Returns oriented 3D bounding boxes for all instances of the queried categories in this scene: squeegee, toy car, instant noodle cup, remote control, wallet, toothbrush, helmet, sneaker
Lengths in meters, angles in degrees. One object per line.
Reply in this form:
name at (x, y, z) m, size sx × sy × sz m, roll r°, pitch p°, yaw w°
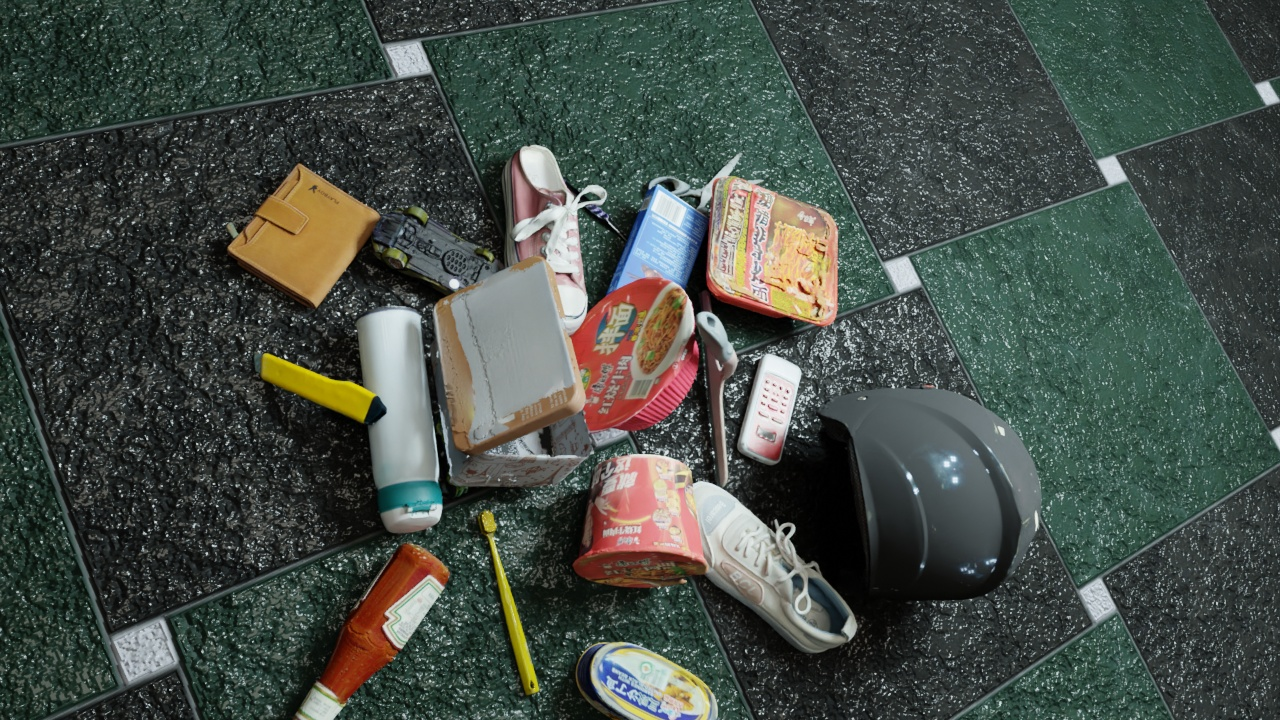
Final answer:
squeegee at (0.083, -0.004, 0.985) m, size 0.040 × 0.250 × 0.247 m, roll -5°, pitch 72°, yaw 6°
toy car at (-0.195, 0.097, 0.952) m, size 0.036 × 0.043 × 0.091 m, roll -3°, pitch 71°, yaw -28°
instant noodle cup at (-0.001, 0.167, 0.958) m, size 0.137 × 0.138 × 0.108 m, roll 10°, pitch 60°, yaw -18°
instant noodle cup at (-0.006, 0.006, 1.000) m, size 0.066 × 0.194 × 0.193 m, roll 40°, pitch 58°, yaw -37°
instant noodle cup at (0.156, -0.127, 1.141) m, size 0.188 × 0.079 × 0.164 m, roll 15°, pitch 67°, yaw -21°
remote control at (0.158, 0.058, 1.115) m, size 0.056 × 0.020 × 0.135 m, roll 24°, pitch 65°, yaw -11°
wallet at (-0.363, -0.136, 0.979) m, size 0.119 × 0.035 × 0.130 m, roll 34°, pitch 63°, yaw -13°
toothbrush at (-0.058, -0.188, 1.121) m, size 0.189 × 0.017 × 0.014 m, roll 40°, pitch 62°, yaw -2°
toy car at (-0.221, -0.110, 1.015) m, size 0.158 × 0.042 × 0.070 m, roll 30°, pitch 62°, yaw -21°
helmet at (0.323, 0.146, 1.018) m, size 0.274 × 0.231 × 0.233 m, roll -19°, pitch 105°, yaw -57°
toothbrush at (-0.135, 0.245, 0.938) m, size 0.015 × 0.017 × 0.190 m, roll -12°, pitch 76°, yaw -24°
sneaker at (-0.101, -0.148, 1.040) m, size 0.118 × 0.088 × 0.240 m, roll 2°, pitch 67°, yaw -33°
sneaker at (0.139, 0.227, 1.009) m, size 0.242 × 0.091 × 0.089 m, roll 45°, pitch 61°, yaw -1°

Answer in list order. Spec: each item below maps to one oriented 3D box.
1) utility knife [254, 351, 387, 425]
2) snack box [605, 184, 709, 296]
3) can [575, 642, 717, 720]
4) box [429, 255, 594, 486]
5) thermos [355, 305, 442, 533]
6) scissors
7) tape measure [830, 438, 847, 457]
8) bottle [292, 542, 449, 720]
utility knife at (-0.321, 0.025, 0.914) m, size 0.165 × 0.015 × 0.033 m, roll 21°, pitch 84°, yaw 16°
snack box at (0.022, -0.124, 1.105) m, size 0.084 × 0.026 × 0.157 m, roll 29°, pitch 70°, yaw -24°
can at (0.007, 0.340, 0.941) m, size 0.148 × 0.049 × 0.074 m, roll 31°, pitch 64°, yaw -9°
box at (-0.120, 0.007, 0.906) m, size 0.153 × 0.182 × 0.182 m, roll 5°, pitch 56°, yaw -35°
thermos at (-0.245, 0.061, 0.931) m, size 0.073 × 0.073 × 0.224 m, roll -4°, pitch 72°, yaw -22°
scissors at (0.084, -0.216, 1.187) m, size 0.175 × 0.014 × 0.159 m, roll 12°, pitch 68°, yaw -18°
tape measure at (0.265, 0.089, 1.134) m, size 0.057 × 0.039 × 0.057 m, roll -21°, pitch 80°, yaw -26°
bottle at (-0.260, 0.269, 0.860) m, size 0.060 × 0.060 × 0.205 m, roll 37°, pitch 67°, yaw -6°
